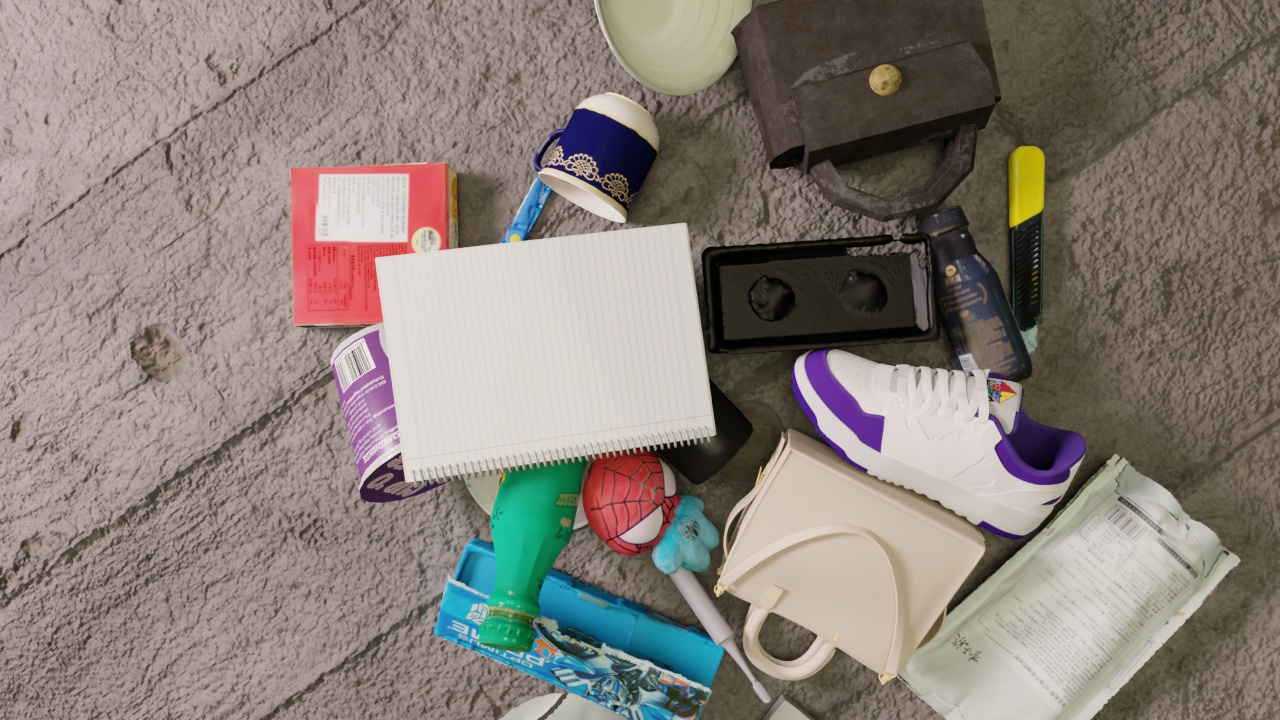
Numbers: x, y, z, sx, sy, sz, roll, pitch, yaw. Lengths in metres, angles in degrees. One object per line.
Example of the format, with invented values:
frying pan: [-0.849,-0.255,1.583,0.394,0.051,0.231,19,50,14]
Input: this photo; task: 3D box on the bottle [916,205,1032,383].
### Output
bottle: [0.282,-0.052,0.784,0.056,0.056,0.160,-20,88,3]

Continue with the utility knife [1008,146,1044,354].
utility knife: [0.336,-0.093,0.800,0.029,0.020,0.187,1,87,5]

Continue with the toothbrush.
toothbrush: [0.053,0.211,0.788,0.018,0.019,0.188,-30,71,-18]

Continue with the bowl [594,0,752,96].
bowl: [0.014,-0.318,0.787,0.176,0.058,0.177,-11,108,-38]

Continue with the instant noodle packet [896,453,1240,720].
instant noodle packet: [0.361,0.220,0.782,0.147,0.057,0.269,43,97,6]

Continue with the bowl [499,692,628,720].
bowl: [-0.071,0.384,0.791,0.174,0.068,0.174,0,91,5]

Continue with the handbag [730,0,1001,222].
handbag: [0.198,-0.216,0.771,0.197,0.102,0.199,-15,87,3]

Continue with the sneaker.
sneaker: [0.246,0.046,0.745,0.244,0.091,0.111,30,131,0]

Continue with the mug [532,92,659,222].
mug: [-0.040,-0.184,0.802,0.112,0.085,0.089,26,87,30]

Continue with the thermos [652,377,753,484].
thermos: [-0.005,0.005,0.784,0.106,0.106,0.218,-45,91,1]

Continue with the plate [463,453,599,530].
plate: [-0.088,0.079,0.826,0.157,0.014,0.157,0,87,4]

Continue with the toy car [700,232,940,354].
toy car: [0.149,-0.053,0.786,0.192,0.071,0.094,-5,87,3]

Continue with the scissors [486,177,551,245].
scissors: [-0.110,-0.107,0.834,0.070,0.022,0.130,33,88,5]

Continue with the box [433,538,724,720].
box: [-0.056,0.244,0.784,0.243,0.085,0.092,21,91,4]

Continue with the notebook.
notebook: [-0.070,-0.007,0.720,0.245,0.013,0.178,-8,90,-9]

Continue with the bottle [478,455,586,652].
bottle: [-0.087,0.128,0.749,0.068,0.068,0.209,9,68,4]

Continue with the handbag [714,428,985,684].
handbag: [0.158,0.187,0.776,0.194,0.101,0.198,27,102,4]

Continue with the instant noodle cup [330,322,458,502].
instant noodle cup: [-0.198,0.034,0.786,0.137,0.122,0.122,-31,71,4]

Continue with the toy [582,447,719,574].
toy: [0.009,0.128,0.778,0.133,0.062,0.092,34,58,-2]

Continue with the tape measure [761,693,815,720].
tape measure: [0.129,0.334,0.802,0.062,0.020,0.060,37,91,3]

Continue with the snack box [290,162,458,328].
snack box: [-0.238,-0.102,0.828,0.145,0.040,0.142,-1,88,3]
